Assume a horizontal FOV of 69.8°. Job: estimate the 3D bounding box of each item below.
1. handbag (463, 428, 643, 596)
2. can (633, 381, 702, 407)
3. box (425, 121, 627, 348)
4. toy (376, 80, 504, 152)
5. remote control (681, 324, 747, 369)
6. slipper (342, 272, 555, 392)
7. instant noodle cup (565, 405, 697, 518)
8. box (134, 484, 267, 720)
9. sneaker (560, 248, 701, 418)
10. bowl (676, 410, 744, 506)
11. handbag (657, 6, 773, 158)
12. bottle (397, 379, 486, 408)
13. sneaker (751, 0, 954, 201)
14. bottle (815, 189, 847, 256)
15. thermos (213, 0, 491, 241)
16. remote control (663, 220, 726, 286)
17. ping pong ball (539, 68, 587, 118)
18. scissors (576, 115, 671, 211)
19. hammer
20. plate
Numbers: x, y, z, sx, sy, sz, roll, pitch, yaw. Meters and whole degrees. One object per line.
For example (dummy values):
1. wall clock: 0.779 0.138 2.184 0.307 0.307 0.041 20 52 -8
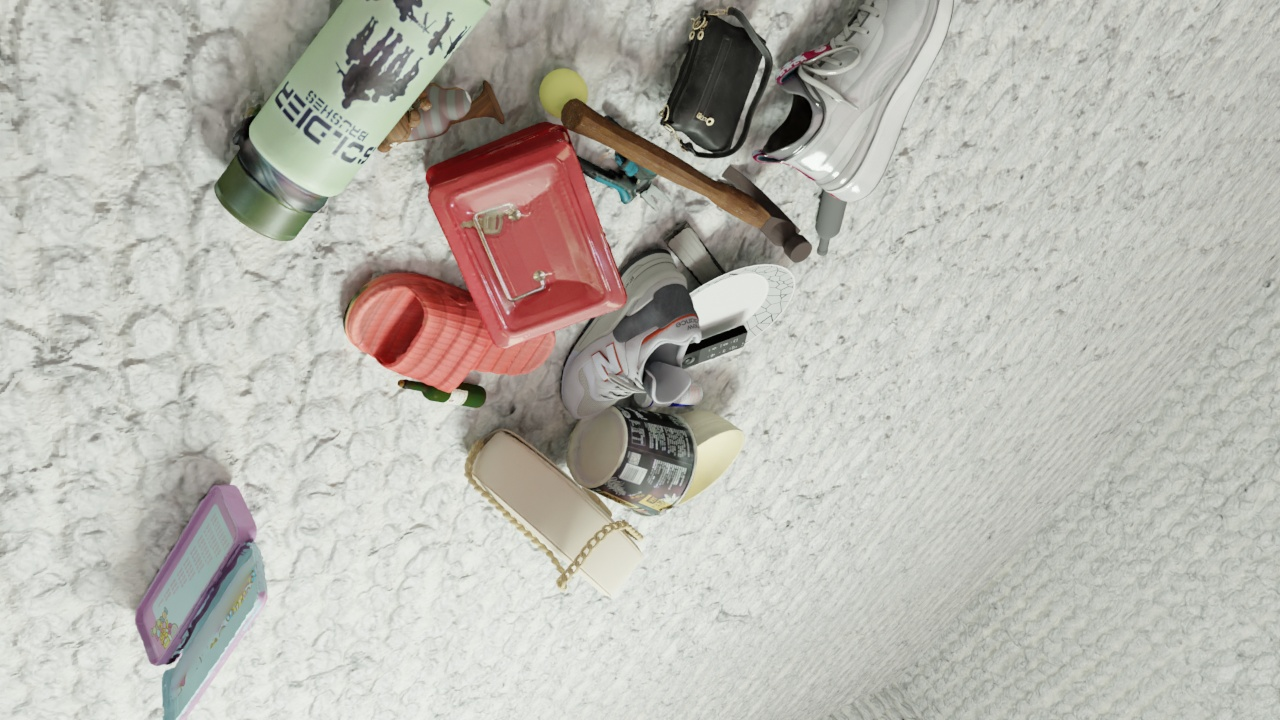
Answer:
1. handbag: -0.100 0.184 1.056 0.103 0.209 0.211 -49 148 -12
2. can: 0.035 0.043 1.160 0.095 0.032 0.032 1 131 -41
3. box: -0.097 -0.108 0.777 0.134 0.110 0.157 -20 119 -4
4. toy: -0.160 -0.191 0.707 0.102 0.041 0.055 -23 167 -5
5. remote control: 0.060 -0.005 1.109 0.150 0.013 0.034 -20 152 -13
6. slipper: -0.172 -0.016 0.890 0.248 0.059 0.104 14 122 -50
7. instant noodle cup: -0.016 0.115 1.127 0.112 0.137 0.137 23 115 -41
8. box: -0.429 0.241 0.894 0.034 0.151 0.215 14 122 -47
9. sneaker: -0.006 0.006 1.000 0.088 0.124 0.240 -4 134 -38
10. bowl: 0.059 0.121 1.230 0.150 0.075 0.151 -30 150 -19
11. handbag: 0.064 -0.245 0.809 0.079 0.054 0.128 9 106 -41
12. bottle: -0.205 0.031 0.946 0.106 0.025 0.025 15 122 -49
13. sneaker: 0.200 -0.287 0.872 0.128 0.096 0.264 9 119 -20
14. bottle: 0.222 -0.167 1.074 0.030 0.030 0.113 -22 143 -20
15. thermos: -0.209 -0.187 0.642 0.232 0.082 0.082 -46 145 15
16. remote control: 0.065 -0.111 1.021 0.033 0.013 0.136 -39 145 7
17. ping pong ball: -0.063 -0.220 0.756 0.040 0.040 0.040 -23 144 -18
18. scissors: -0.013 -0.181 0.866 0.123 0.019 0.148 -22 145 -21
19. hammer: 0.048 -0.168 0.846 0.322 0.115 0.033 15 121 -49
20. plate: 0.095 -0.056 1.088 0.188 0.016 0.189 -21 153 -12
